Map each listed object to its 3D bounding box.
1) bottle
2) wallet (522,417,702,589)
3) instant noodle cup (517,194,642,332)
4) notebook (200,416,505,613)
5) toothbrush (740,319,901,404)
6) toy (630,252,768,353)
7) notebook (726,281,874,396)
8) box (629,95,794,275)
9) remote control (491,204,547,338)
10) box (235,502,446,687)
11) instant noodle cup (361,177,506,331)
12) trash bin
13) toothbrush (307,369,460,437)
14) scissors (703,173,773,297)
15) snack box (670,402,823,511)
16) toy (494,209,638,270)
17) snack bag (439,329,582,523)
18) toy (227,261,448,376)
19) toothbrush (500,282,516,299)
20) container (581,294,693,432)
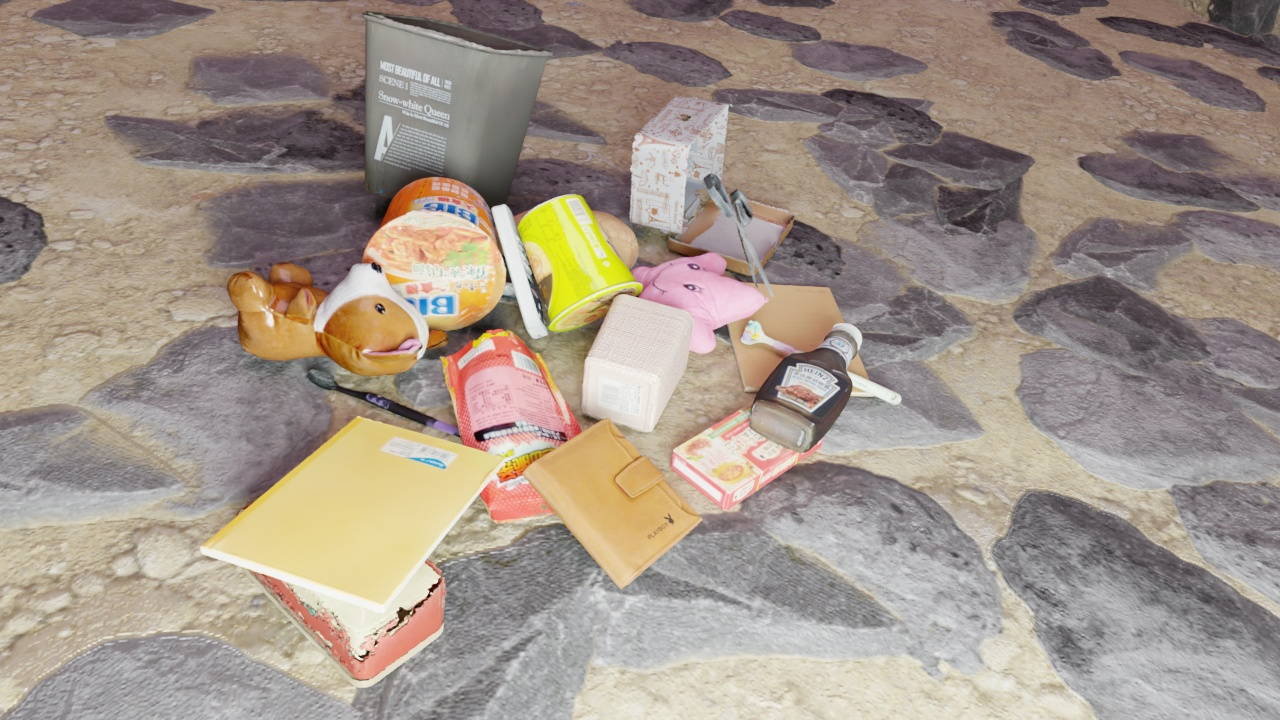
[{"bbox_3d":[0.181,0.020,0.947,0.080,0.044,0.194,25,40,19],"label":"bottle"},{"bbox_3d":[-0.023,0.121,0.804,0.107,0.031,0.132,-30,71,-40],"label":"wallet"},{"bbox_3d":[-0.074,-0.109,0.999,0.111,0.112,0.123,-21,80,-33],"label":"instant noodle cup"},{"bbox_3d":[-0.213,0.109,0.718,0.146,0.010,0.205,14,27,10],"label":"notebook"},{"bbox_3d":[0.200,0.005,1.021,0.189,0.029,0.020,26,0,18],"label":"toothbrush"},{"bbox_3d":[0.061,-0.072,1.059,0.179,0.075,0.194,1,37,16],"label":"toy"},{"bbox_3d":[0.177,-0.030,1.085,0.149,0.012,0.211,2,38,-8],"label":"notebook"},{"bbox_3d":[0.101,-0.243,1.229,0.205,0.158,0.180,21,38,16],"label":"box"},{"bbox_3d":[-0.132,-0.098,1.017,0.021,0.058,0.150,-18,81,1],"label":"remote control"},{"bbox_3d":[-0.233,0.158,0.704,0.168,0.077,0.091,31,41,28],"label":"box"},{"bbox_3d":[-0.224,-0.125,1.015,0.151,0.152,0.111,1,38,-9],"label":"instant noodle cup"},{"bbox_3d":[-0.248,-0.315,1.180,0.199,0.220,0.198,21,22,15],"label":"trash bin"},{"bbox_3d":[-0.249,0.043,0.906,0.189,0.017,0.014,19,46,12],"label":"toothbrush"},{"bbox_3d":[0.120,-0.157,1.111,0.165,0.014,0.162,49,31,-12],"label":"scissors"},{"bbox_3d":[0.108,0.086,0.905,0.152,0.026,0.075,-26,48,-37],"label":"snack box"},{"bbox_3d":[-0.114,-0.146,1.116,0.226,0.082,0.143,7,-5,0],"label":"toy"},{"bbox_3d":[-0.114,0.063,0.868,0.128,0.073,0.207,-2,44,-30],"label":"snack bag"},{"bbox_3d":[-0.302,-0.044,0.933,0.199,0.131,0.140,19,15,3],"label":"toy"},{"bbox_3d":[-0.233,-0.094,1.089,0.181,0.018,0.015,8,43,2],"label":"toothbrush"},{"bbox_3d":[-0.006,0.005,0.942,0.090,0.090,0.110,15,41,9],"label":"container"}]
